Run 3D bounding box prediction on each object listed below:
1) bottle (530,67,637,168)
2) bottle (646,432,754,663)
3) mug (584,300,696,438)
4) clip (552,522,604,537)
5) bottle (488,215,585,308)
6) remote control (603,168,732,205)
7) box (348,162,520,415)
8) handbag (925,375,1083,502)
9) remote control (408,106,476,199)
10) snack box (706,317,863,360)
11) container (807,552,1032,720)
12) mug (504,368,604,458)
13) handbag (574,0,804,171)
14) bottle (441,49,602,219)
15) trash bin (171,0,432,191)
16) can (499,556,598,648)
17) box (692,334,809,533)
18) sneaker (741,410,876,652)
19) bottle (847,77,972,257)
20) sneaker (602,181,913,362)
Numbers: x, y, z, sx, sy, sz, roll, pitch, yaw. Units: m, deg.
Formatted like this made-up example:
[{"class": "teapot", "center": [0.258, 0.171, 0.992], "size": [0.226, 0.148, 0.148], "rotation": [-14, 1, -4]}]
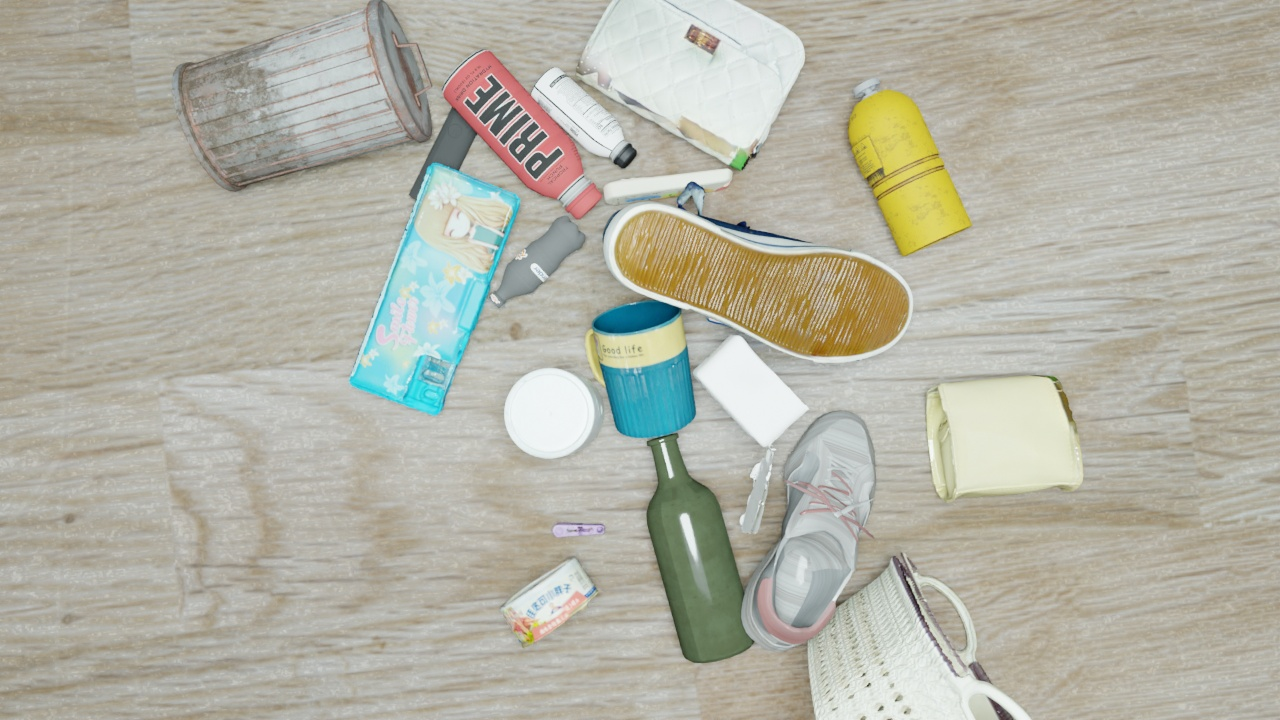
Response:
[{"class": "bottle", "center": [-0.052, -0.232, 0.892], "size": [0.116, 0.041, 0.041], "rotation": [42, 89, 3]}, {"class": "bottle", "center": [0.048, 0.171, 0.857], "size": [0.071, 0.071, 0.206], "rotation": [-15, 87, 1]}, {"class": "mug", "center": [-0.005, 0.005, 0.856], "size": [0.083, 0.114, 0.107], "rotation": [-31, 119, -37]}, {"class": "clip", "center": [-0.059, 0.163, 0.885], "size": [0.051, 0.033, 0.013], "rotation": [-1, 86, 1]}, {"class": "bottle", "center": [-0.102, -0.093, 0.890], "size": [0.110, 0.036, 0.036], "rotation": [-43, 87, 0]}, {"class": "remote control", "center": [0.027, -0.169, 0.888], "size": [0.125, 0.038, 0.018], "rotation": [-7, 87, 2]}, {"class": "box", "center": [-0.196, -0.067, 0.881], "size": [0.094, 0.039, 0.227], "rotation": [21, 91, -7]}, {"class": "handbag", "center": [0.334, 0.071, 0.851], "size": [0.119, 0.081, 0.111], "rotation": [-6, 80, 3]}, {"class": "remote control", "center": [-0.184, -0.221, 0.908], "size": [0.033, 0.015, 0.147], "rotation": [26, 89, 3]}, {"class": "snack box", "center": [0.148, -0.060, 0.882], "size": [0.154, 0.033, 0.088], "rotation": [16, 88, 2]}, {"class": "container", "center": [0.234, 0.282, 0.769], "size": [0.143, 0.251, 0.184], "rotation": [-35, 90, 10]}, {"class": "mug", "center": [-0.078, 0.048, 0.849], "size": [0.082, 0.106, 0.082], "rotation": [0, 87, 1]}, {"class": "handbag", "center": [0.050, -0.285, 0.875], "size": [0.195, 0.072, 0.139], "rotation": [29, 90, 3]}, {"class": "bottle", "center": [-0.107, -0.210, 0.877], "size": [0.062, 0.062, 0.176], "rotation": [-43, 97, 0]}, {"class": "trash bin", "center": [-0.302, -0.246, 0.857], "size": [0.211, 0.131, 0.131], "rotation": [-16, 87, 3]}, {"class": "can", "center": [-0.085, 0.224, 0.852], "size": [0.086, 0.086, 0.043], "rotation": [-35, 86, 0]}, {"class": "box", "center": [0.108, 0.064, 0.843], "size": [0.101, 0.111, 0.189], "rotation": [-23, 88, 3]}, {"class": "sneaker", "center": [0.165, 0.146, 0.821], "size": [0.099, 0.090, 0.235], "rotation": [25, 71, -5]}, {"class": "bottle", "center": [0.245, -0.186, 0.866], "size": [0.071, 0.071, 0.164], "rotation": [-24, 87, 1]}, {"class": "sneaker", "center": [0.102, -0.083, 0.834], "size": [0.294, 0.127, 0.121], "rotation": [15, 100, -14]}]
